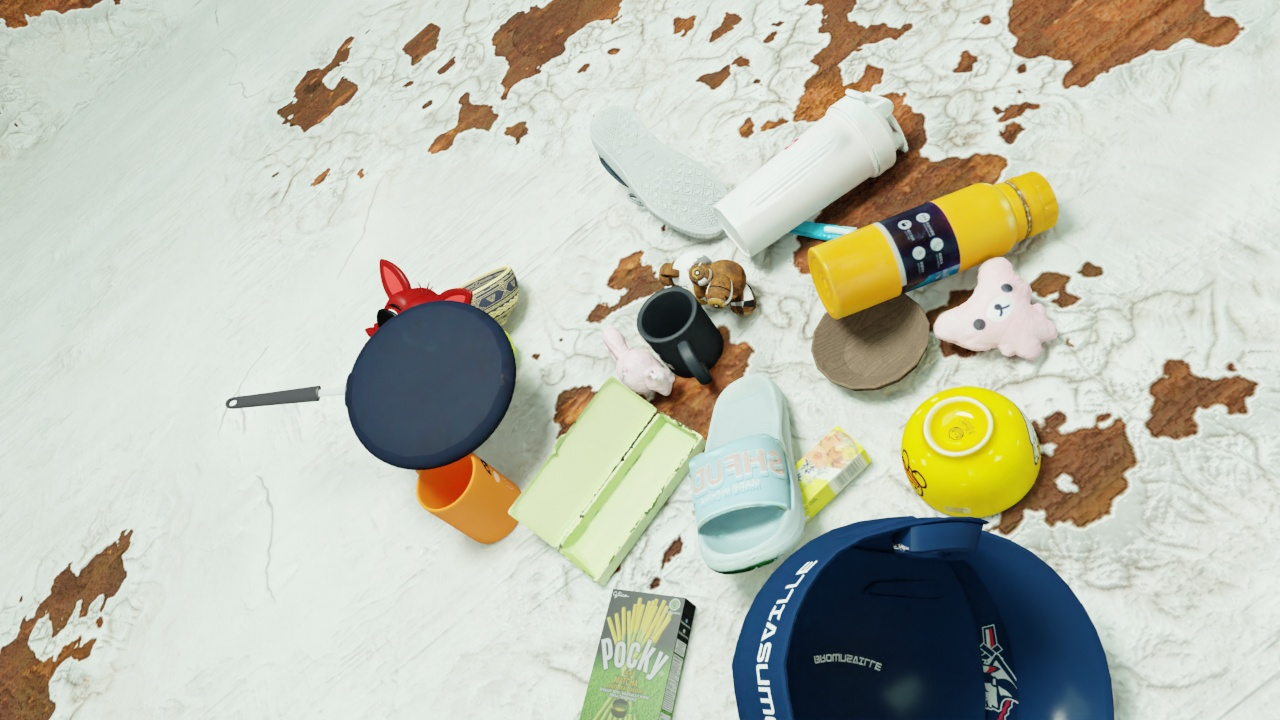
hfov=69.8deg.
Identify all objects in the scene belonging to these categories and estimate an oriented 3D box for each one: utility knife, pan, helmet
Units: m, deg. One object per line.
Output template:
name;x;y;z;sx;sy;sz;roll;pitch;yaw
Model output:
utility knife;0.192;-0.151;1.044;0.124;0.015;0.022;19;66;41
pan;-0.310;0.031;1.027;0.357;0.021;0.198;-6;67;12
helmet;0.200;0.232;0.656;0.272;0.223;0.232;6;70;1

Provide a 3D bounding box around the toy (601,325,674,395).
toy;-0.006;0.006;1.023;0.047;0.063;0.110;-44;45;-1

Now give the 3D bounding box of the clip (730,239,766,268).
clip;0.128;-0.154;1.078;0.054;0.040;0.101;9;69;20

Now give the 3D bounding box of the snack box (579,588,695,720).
snack box;-0.004;0.292;0.855;0.080;0.025;0.147;-1;59;30

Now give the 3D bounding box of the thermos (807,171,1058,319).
thermos;0.284;-0.121;0.904;0.232;0.076;0.091;-22;43;0

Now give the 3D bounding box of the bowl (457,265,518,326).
bowl;-0.203;-0.070;1.185;0.112;0.061;0.112;-25;17;8

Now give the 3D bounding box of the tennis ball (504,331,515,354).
tennis ball;-0.189;-0.011;1.142;0.065;0.065;0.065;-15;53;21

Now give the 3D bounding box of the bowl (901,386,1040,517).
bowl;0.284;0.071;0.803;0.117;0.067;0.117;-16;53;22

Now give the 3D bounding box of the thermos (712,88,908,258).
thermos;0.189;-0.209;1.020;0.220;0.099;0.099;-36;48;0

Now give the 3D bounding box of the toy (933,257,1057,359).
toy;0.339;-0.040;0.857;0.096;0.053;0.099;40;87;29

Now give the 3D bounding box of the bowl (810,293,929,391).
bowl;0.231;-0.015;0.917;0.118;0.030;0.117;-16;52;21

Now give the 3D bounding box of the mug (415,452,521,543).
mug;-0.201;0.146;1.023;0.113;0.096;0.077;13;67;36

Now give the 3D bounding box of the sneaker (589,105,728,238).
sneaker;0.021;-0.225;1.152;0.089;0.087;0.235;-39;70;-9

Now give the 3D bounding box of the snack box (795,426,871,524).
snack box;0.150;0.128;0.870;0.148;0.029;0.040;-43;47;-2

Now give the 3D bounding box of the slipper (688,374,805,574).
slipper;0.092;0.096;0.866;0.104;0.074;0.244;-26;33;26

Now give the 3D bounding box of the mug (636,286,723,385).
mug;0.049;-0.019;0.997;0.071;0.077;0.105;-31;49;9

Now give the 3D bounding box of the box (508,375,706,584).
box;-0.034;0.125;0.972;0.141;0.047;0.187;32;79;16

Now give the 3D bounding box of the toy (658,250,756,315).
toy;0.071;-0.089;1.031;0.113;0.087;0.067;6;86;41

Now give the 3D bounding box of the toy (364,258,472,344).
toy;-0.278;-0.008;1.115;0.158;0.120;0.197;21;111;31
